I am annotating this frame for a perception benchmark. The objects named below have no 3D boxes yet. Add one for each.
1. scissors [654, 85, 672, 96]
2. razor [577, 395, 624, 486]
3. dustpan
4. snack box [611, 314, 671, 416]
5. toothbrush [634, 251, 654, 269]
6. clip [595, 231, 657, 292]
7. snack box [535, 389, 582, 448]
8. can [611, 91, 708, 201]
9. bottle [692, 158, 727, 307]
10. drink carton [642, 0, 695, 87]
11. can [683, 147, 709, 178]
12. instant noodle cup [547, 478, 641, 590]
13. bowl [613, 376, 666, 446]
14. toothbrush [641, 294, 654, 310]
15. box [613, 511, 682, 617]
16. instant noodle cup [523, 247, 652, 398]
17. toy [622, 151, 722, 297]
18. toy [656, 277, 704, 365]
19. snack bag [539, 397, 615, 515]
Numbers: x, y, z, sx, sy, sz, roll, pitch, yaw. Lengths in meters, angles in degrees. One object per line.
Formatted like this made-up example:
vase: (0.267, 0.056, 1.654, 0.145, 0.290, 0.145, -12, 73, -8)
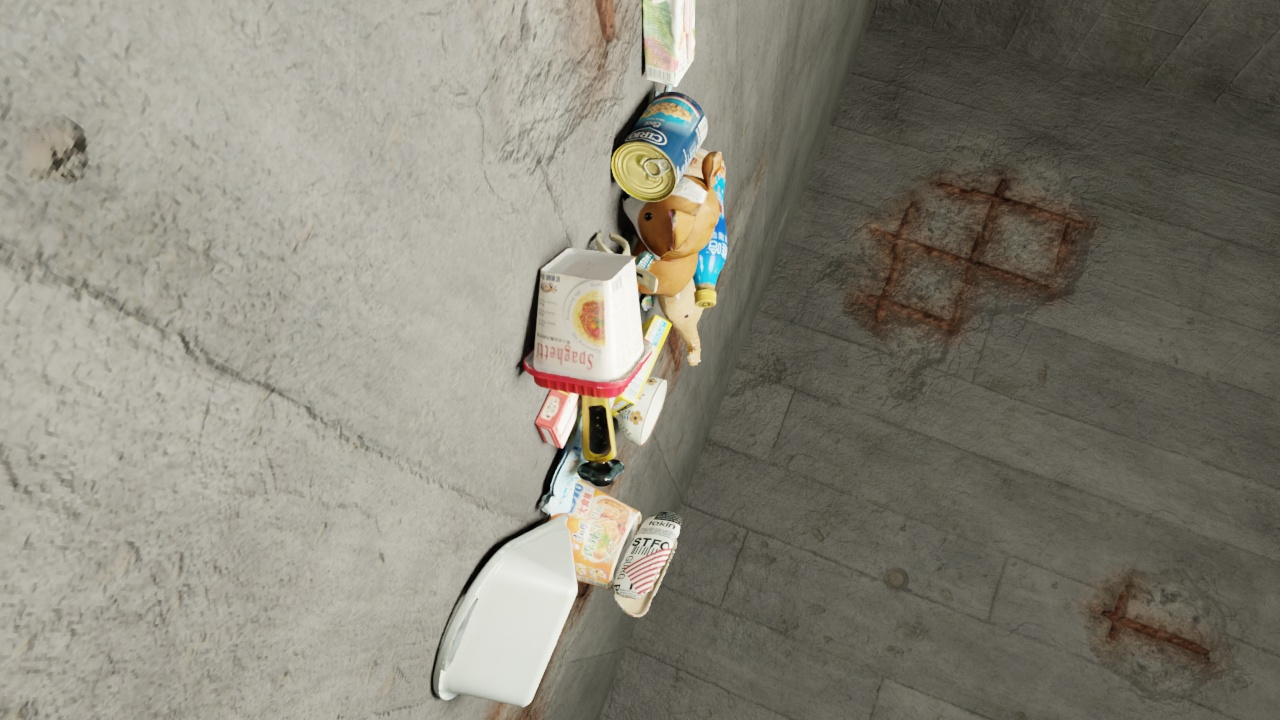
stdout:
scissors: (0.019, -0.268, 1.108, 0.113, 0.017, 0.134, -59, 161, -25)
razor: (-0.052, 0.095, 1.151, 0.067, 0.062, 0.168, -99, -174, -46)
dustpan: (-0.176, 0.306, 1.139, 0.223, 0.142, 0.258, -67, -165, 4)
snack box: (-0.008, 0.008, 1.333, 0.140, 0.033, 0.087, -63, -167, -22)
toothbrush: (-0.046, -0.047, 1.047, 0.018, 0.016, 0.192, 31, 100, -44)
clip: (-0.022, -0.105, 1.008, 0.100, 0.071, 0.035, 53, -40, 47)
snack box: (-0.080, 0.026, 1.114, 0.075, 0.025, 0.152, 81, 31, -66)
can: (0.023, -0.239, 1.017, 0.075, 0.075, 0.110, 97, 17, -49)
bottle: (0.088, -0.181, 1.281, 0.065, 0.065, 0.218, 72, 19, -73)
drink carton: (0.031, -0.346, 0.942, 0.123, 0.045, 0.053, 89, 24, -60)
can: (0.056, -0.229, 1.235, 0.058, 0.058, 0.116, -13, 122, -77)
instant noodle cup: (-0.071, 0.260, 1.348, 0.151, 0.111, 0.151, 21, 89, -79)
bowl: (-0.006, 0.075, 1.468, 0.113, 0.062, 0.113, 20, 89, -80)
toothbrush: (0.038, -0.129, 1.430, 0.029, 0.020, 0.189, -66, 175, 34)
box: (0.013, 0.299, 1.341, 0.162, 0.076, 0.088, -62, 144, -44)
instant noodle cup: (-0.052, -0.042, 0.934, 0.116, 0.116, 0.124, -51, 147, -58)
toy: (0.031, -0.160, 1.101, 0.140, 0.130, 0.200, -67, -170, -24)
toy: (0.068, -0.108, 1.362, 0.143, 0.083, 0.226, 13, 85, -53)
snack bag: (-0.084, 0.121, 1.237, 0.110, 0.039, 0.191, 18, 94, -84)
